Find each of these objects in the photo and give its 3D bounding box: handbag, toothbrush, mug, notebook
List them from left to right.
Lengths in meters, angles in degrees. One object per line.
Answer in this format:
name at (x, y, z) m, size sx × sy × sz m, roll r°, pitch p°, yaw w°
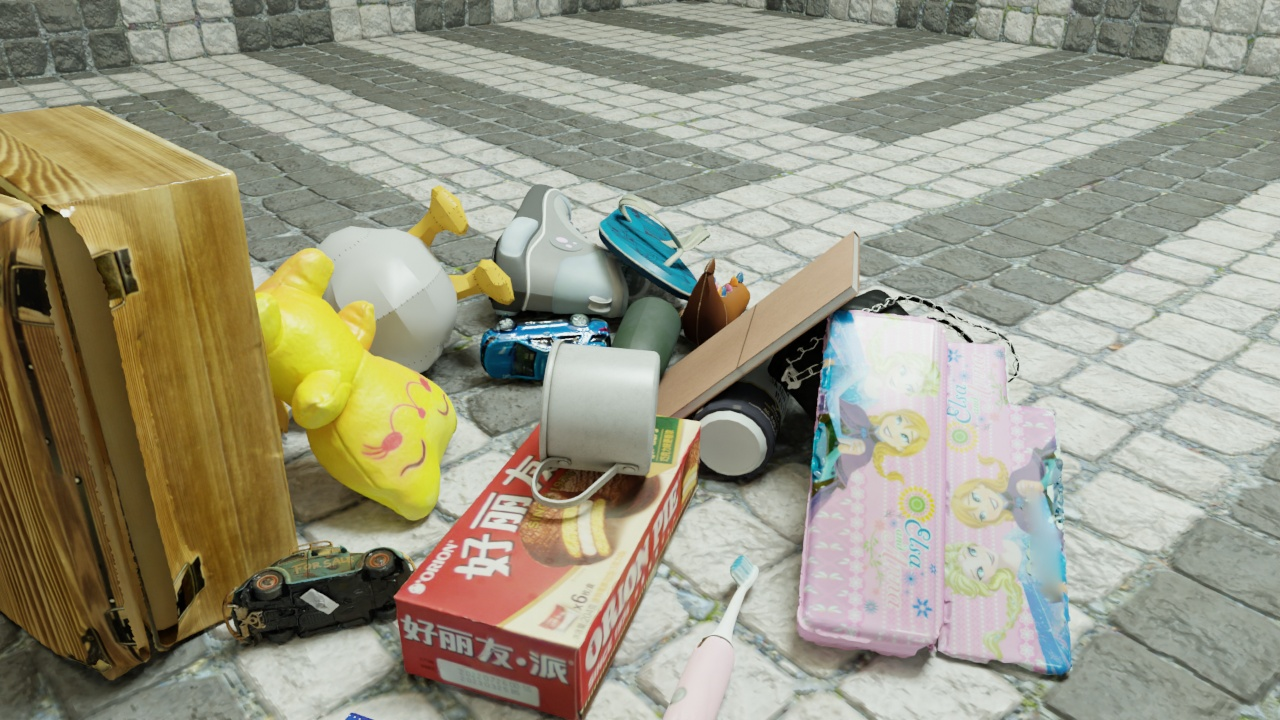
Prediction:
mug at (-0.027, 0.043, 0.580) m, size 0.070 × 0.084 × 0.113 m, roll 5°, pitch 57°, yaw 3°
toothbrush at (0.032, 0.179, 0.501) m, size 0.027 × 0.026 × 0.221 m, roll -30°, pitch 12°, yaw 32°
notebook at (0.085, -0.018, 0.726) m, size 0.210 × 0.008 × 0.141 m, roll -38°, pitch 10°, yaw 25°
handbag at (0.183, 0.015, 0.674) m, size 0.124 × 0.115 × 0.153 m, roll -16°, pitch 58°, yaw -29°

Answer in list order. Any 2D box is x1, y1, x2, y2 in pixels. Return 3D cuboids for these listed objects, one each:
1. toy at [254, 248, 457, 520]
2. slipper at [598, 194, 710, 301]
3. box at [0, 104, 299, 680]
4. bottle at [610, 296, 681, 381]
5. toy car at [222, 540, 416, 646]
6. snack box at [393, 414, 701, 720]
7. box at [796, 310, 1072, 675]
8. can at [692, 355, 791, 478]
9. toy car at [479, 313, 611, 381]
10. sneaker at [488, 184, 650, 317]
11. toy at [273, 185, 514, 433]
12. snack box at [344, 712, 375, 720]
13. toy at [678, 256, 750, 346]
toy at (-0.215, 0.025, 0.651) m, size 0.088 × 0.194 × 0.134 m, roll -30°, pitch 28°, yaw 18°
slipper at (0.015, -0.139, 0.991) m, size 0.118 × 0.060 × 0.294 m, roll 27°, pitch 16°, yaw -9°
box at (-0.342, 0.015, 0.548) m, size 0.247 × 0.280 × 0.175 m, roll 23°, pitch 32°, yaw 37°
bottle at (-0.005, 0.005, 0.798) m, size 0.055 × 0.055 × 0.173 m, roll 5°, pitch 30°, yaw 10°
toy car at (-0.193, 0.135, 0.560) m, size 0.111 × 0.047 × 0.047 m, roll -8°, pitch 34°, yaw -15°
snack box at (-0.046, 0.111, 0.592) m, size 0.113 × 0.060 × 0.235 m, roll 9°, pitch 29°, yaw 17°
box at (0.188, 0.074, 0.582) m, size 0.159 × 0.035 × 0.229 m, roll 7°, pitch 59°, yaw 9°
can at (0.083, 0.035, 0.728) m, size 0.064 × 0.064 × 0.127 m, roll 8°, pitch 29°, yaw 15°
toy car at (-0.083, -0.010, 0.823) m, size 0.120 × 0.056 × 0.043 m, roll -4°, pitch 42°, yaw -17°
sneaker at (-0.065, -0.117, 1.005) m, size 0.160 × 0.093 × 0.256 m, roll 11°, pitch 28°, yaw 2°
toy at (-0.251, -0.034, 0.797) m, size 0.267 × 0.141 × 0.247 m, roll -35°, pitch 20°, yaw -11°
snack box at (-0.096, 0.220, 0.424) m, size 0.150 × 0.027 × 0.082 m, roll 10°, pitch 29°, yaw 19°
toy at (0.077, -0.063, 0.876) m, size 0.071 × 0.103 × 0.090 m, roll 22°, pitch 41°, yaw 25°
